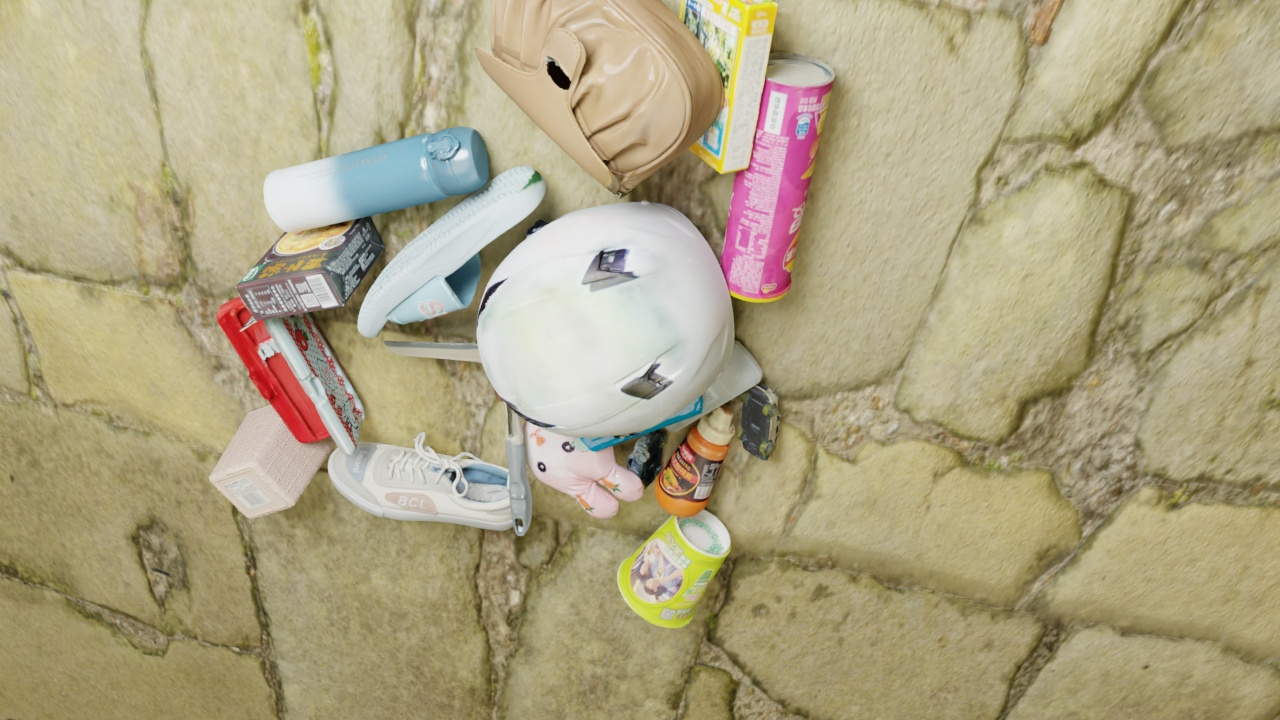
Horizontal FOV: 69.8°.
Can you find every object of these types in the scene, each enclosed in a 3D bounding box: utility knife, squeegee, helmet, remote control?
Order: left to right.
[{"bbox_3d":[-0.142,0.085,1.019,0.247,0.039,0.247,1,116,12],"label":"squeegee"},{"bbox_3d":[-0.048,-0.025,0.848,0.259,0.145,0.229,-16,98,17],"label":"helmet"},{"bbox_3d":[-0.004,0.067,0.994,0.159,0.018,0.034,-22,108,12],"label":"utility knife"},{"bbox_3d":[0.067,0.029,0.995,0.136,0.020,0.056,-34,102,31],"label":"remote control"}]

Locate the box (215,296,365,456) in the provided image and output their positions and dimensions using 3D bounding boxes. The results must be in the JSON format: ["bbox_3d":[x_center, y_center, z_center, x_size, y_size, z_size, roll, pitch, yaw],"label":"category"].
[{"bbox_3d":[-0.383,0.021,1.020,0.095,0.101,0.202,-25,124,-8],"label":"box"}]

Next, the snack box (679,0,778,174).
[{"bbox_3d":[0.063,-0.235,0.750,0.033,0.087,0.141,-19,135,-26],"label":"snack box"}]

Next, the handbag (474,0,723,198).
[{"bbox_3d":[-0.042,-0.233,0.734,0.204,0.099,0.148,44,134,7],"label":"handbag"}]

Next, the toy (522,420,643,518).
[{"bbox_3d":[-0.069,0.114,1.056,0.159,0.054,0.122,45,126,-6],"label":"toy"}]

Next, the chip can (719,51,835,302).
[{"bbox_3d":[0.117,-0.157,0.811,0.071,0.071,0.211,9,128,3],"label":"chip can"}]

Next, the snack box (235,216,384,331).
[{"bbox_3d":[-0.336,-0.089,0.921,0.126,0.113,0.053,-7,125,15],"label":"snack box"}]

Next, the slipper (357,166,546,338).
[{"bbox_3d":[-0.179,-0.098,0.897,0.246,0.103,0.074,-33,117,23],"label":"slipper"}]

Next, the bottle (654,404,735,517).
[{"bbox_3d":[0.068,0.110,1.041,0.066,0.066,0.150,21,122,-6],"label":"bottle"}]

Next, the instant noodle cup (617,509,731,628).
[{"bbox_3d":[0.049,0.246,1.126,0.111,0.111,0.124,27,120,-11],"label":"instant noodle cup"}]

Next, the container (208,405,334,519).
[{"bbox_3d":[-0.447,0.122,1.111,0.090,0.110,0.090,-18,122,23],"label":"container"}]

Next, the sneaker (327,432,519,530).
[{"bbox_3d":[-0.256,0.142,1.101,0.242,0.089,0.091,13,145,-5],"label":"sneaker"}]

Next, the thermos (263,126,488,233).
[{"bbox_3d":[-0.249,-0.173,0.870,0.221,0.070,0.070,-9,126,17],"label":"thermos"}]

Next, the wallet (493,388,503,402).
[{"bbox_3d":[-0.111,-0.003,1.002,0.125,0.032,0.101,-2,125,11],"label":"wallet"}]

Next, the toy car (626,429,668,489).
[{"bbox_3d":[0.005,0.115,1.067,0.034,0.042,0.091,35,140,26],"label":"toy car"}]

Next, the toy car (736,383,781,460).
[{"bbox_3d":[0.132,0.064,1.002,0.042,0.035,0.091,29,135,38],"label":"toy car"}]
